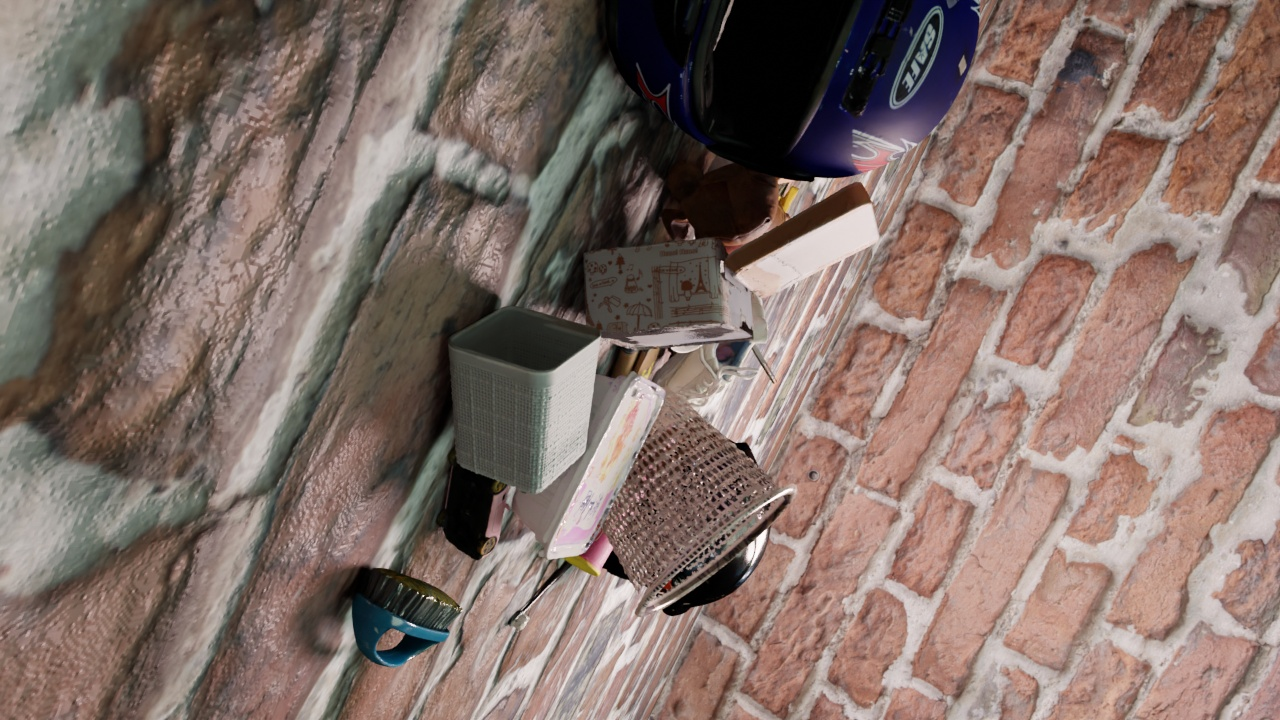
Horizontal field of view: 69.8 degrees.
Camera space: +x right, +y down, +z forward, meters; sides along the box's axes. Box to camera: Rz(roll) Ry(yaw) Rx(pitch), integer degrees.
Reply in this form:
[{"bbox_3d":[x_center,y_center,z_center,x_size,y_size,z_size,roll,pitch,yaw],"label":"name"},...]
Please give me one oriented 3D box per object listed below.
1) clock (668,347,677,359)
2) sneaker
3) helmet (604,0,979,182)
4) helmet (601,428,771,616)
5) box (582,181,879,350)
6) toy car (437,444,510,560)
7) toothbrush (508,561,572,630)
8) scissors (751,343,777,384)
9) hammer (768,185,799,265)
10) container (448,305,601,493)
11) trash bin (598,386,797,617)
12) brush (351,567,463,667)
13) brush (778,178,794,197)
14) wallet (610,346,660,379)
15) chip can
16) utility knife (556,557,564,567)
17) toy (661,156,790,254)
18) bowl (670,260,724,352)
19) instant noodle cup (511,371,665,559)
[{"bbox_3d":[0.073,-0.027,1.215,0.121,0.055,0.082,-43,155,-49],"label":"clock"},{"bbox_3d":[0.087,0.016,1.136,0.089,0.090,0.243,5,136,-29],"label":"sneaker"},{"bbox_3d":[0.139,-0.263,0.727,0.314,0.240,0.248,-26,138,-64],"label":"helmet"},{"bbox_3d":[0.075,0.228,1.310,0.232,0.231,0.275,-37,111,-57],"label":"helmet"},{"bbox_3d":[0.092,-0.078,0.850,0.178,0.261,0.105,13,72,-73],"label":"box"},{"bbox_3d":[-0.138,0.117,0.781,0.037,0.056,0.123,-35,148,-52],"label":"toy car"},{"bbox_3d":[-0.116,0.293,1.197,0.180,0.018,0.016,-41,150,-56],"label":"toothbrush"},{"bbox_3d":[0.134,-0.050,1.215,0.014,0.168,0.156,-34,-147,19],"label":"scissors"},{"bbox_3d":[0.179,-0.166,1.238,0.300,0.033,0.129,-68,178,-72],"label":"hammer"},{"bbox_3d":[-0.089,0.031,0.704,0.089,0.090,0.112,-40,141,-54],"label":"container"},{"bbox_3d":[0.032,0.146,1.043,0.227,0.192,0.228,-34,160,-14],"label":"trash bin"},{"bbox_3d":[-0.196,0.215,0.753,0.073,0.055,0.144,-60,164,-14],"label":"brush"},{"bbox_3d":[0.140,-0.229,1.099,0.145,0.063,0.073,-28,145,-61],"label":"brush"},{"bbox_3d":[-0.006,0.006,1.067,0.090,0.033,0.115,-38,154,-58],"label":"wallet"},{"bbox_3d":[-0.030,0.164,1.163,0.210,0.071,0.071,-58,163,-20],"label":"chip can"},{"bbox_3d":[-0.073,0.200,1.193,0.151,0.013,0.029,-61,167,-18],"label":"utility knife"},{"bbox_3d":[0.096,-0.167,0.978,0.199,0.140,0.130,33,46,-72],"label":"toy"},{"bbox_3d":[0.048,-0.075,1.025,0.118,0.065,0.118,-32,142,-30],"label":"bowl"},{"bbox_3d":[-0.050,0.085,0.817,0.173,0.060,0.138,-62,164,-2],"label":"instant noodle cup"}]
